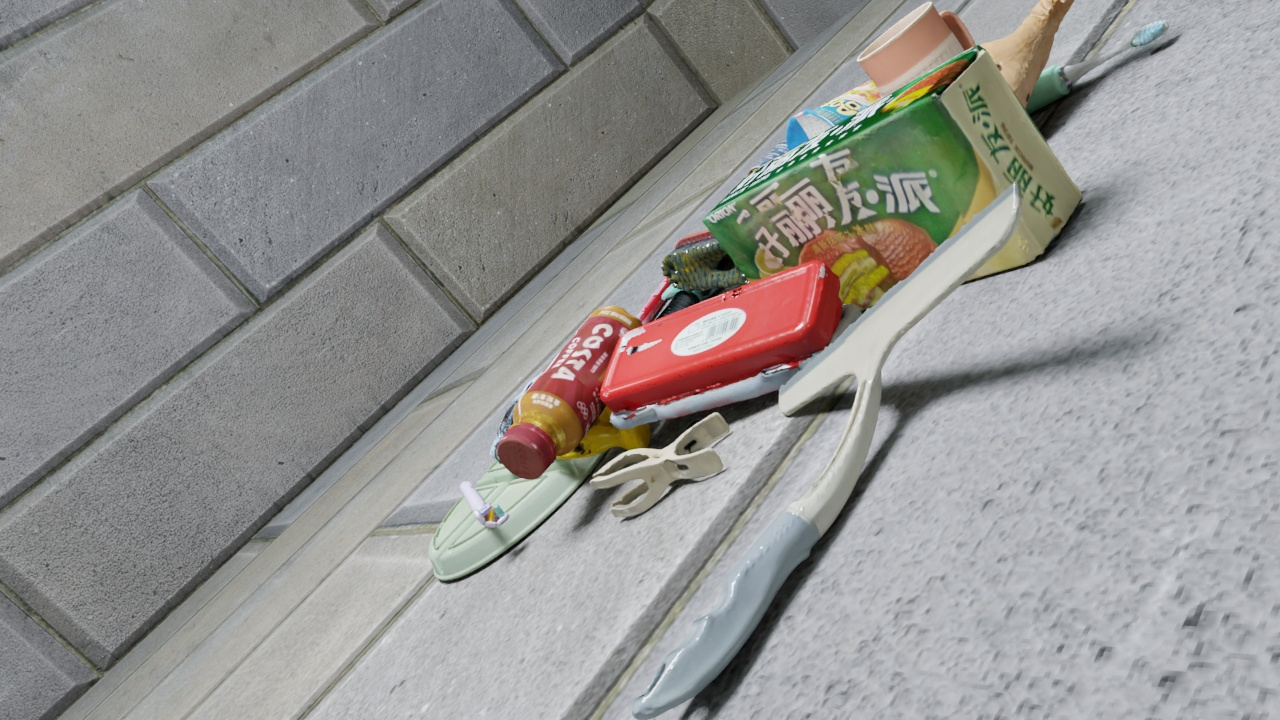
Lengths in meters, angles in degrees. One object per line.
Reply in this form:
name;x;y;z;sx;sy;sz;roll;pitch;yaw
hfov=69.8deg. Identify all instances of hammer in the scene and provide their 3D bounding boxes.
hammer;-0.005;0.005;0.861;0.129;0.033;0.299;-7;24;27

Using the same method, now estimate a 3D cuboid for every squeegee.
squeegee;0.075;0.069;0.435;0.245;0.039;0.247;-54;-1;-28

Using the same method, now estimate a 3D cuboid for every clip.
clip;0.014;0.071;0.624;0.098;0.034;0.064;-31;14;19

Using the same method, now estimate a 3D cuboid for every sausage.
sausage;0.023;-0.080;1.155;0.020;0.020;0.155;-31;15;37

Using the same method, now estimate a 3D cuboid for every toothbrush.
toothbrush;0.310;-0.210;0.737;0.027;0.026;0.225;-43;12;-35
toothbrush;-0.145;0.124;0.815;0.189;0.029;0.021;180;101;-73

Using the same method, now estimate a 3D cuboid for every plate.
plate;-0.113;0.115;0.865;0.230;0.027;0.230;-38;13;10

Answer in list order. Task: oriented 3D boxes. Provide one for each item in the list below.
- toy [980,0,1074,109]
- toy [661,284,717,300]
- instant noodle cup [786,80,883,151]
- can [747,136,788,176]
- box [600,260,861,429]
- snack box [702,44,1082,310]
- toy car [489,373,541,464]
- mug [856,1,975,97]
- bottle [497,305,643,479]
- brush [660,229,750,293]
toy;0.252;-0.200;0.714;0.227;0.082;0.143;-31;36;47
toy;0.074;-0.090;1.021;0.096;0.030;0.092;-34;16;-5
instant noodle cup;0.226;-0.241;0.959;0.109;0.099;0.099;-36;10;-19
can;0.185;-0.222;1.035;0.111;0.075;0.075;-43;13;-12
box;0.062;0.003;0.665;0.202;0.068;0.090;-19;40;40
snack box;0.152;-0.100;0.612;0.063;0.114;0.241;-46;14;-26
toy car;-0.109;0.050;0.862;0.106;0.031;0.048;-58;-8;17
mug;0.282;-0.282;0.882;0.114;0.106;0.082;-46;13;-23
bottle;-0.053;0.024;0.728;0.058;0.057;0.174;-30;17;41
brush;0.082;-0.106;0.932;0.069;0.063;0.146;-34;16;-27
